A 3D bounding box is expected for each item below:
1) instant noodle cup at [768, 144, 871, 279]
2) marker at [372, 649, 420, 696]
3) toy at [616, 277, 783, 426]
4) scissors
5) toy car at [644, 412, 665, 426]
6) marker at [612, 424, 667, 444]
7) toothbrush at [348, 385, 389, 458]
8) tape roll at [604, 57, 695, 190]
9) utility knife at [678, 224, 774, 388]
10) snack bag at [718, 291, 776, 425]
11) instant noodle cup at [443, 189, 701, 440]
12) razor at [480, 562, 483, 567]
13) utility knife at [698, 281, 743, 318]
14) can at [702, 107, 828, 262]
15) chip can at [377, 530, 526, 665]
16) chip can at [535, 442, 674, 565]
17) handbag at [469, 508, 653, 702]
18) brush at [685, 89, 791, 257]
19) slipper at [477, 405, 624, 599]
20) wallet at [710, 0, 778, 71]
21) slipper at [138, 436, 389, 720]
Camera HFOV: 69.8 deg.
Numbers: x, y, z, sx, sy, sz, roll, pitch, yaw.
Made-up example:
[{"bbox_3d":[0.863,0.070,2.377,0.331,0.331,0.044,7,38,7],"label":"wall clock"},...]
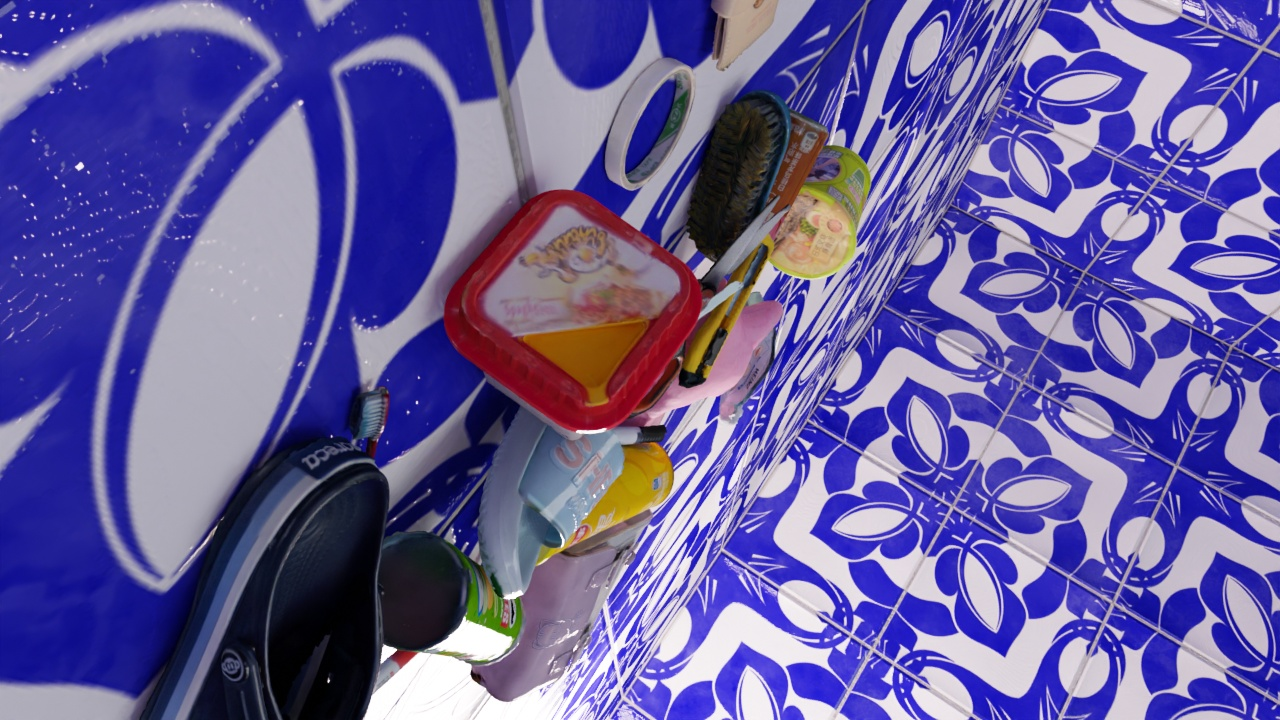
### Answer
[{"bbox_3d":[0.191,-0.166,0.973,0.123,0.112,0.112,-55,166,-40],"label":"instant noodle cup"},{"bbox_3d":[-0.208,0.247,0.675,0.144,0.017,0.017,-36,153,-54],"label":"marker"},{"bbox_3d":[0.059,-0.014,0.858,0.194,0.074,0.179,-23,146,-33],"label":"toy"},{"bbox_3d":[0.032,-0.045,0.736,0.152,0.021,0.235,1,126,-39],"label":"scissors"},{"bbox_3d":[-0.004,0.083,0.961,0.122,0.037,0.056,-56,166,-14],"label":"toy car"},{"bbox_3d":[-0.025,0.065,0.809,0.130,0.018,0.023,3,141,-48],"label":"marker"},{"bbox_3d":[-0.163,0.088,0.512,0.017,0.016,0.188,-17,139,-44],"label":"toothbrush"},{"bbox_3d":[0.007,-0.150,0.586,0.085,0.014,0.086,-52,164,-22],"label":"tape roll"},{"bbox_3d":[0.075,-0.044,0.788,0.033,0.015,0.156,17,103,-42],"label":"utility knife"},{"bbox_3d":[0.111,-0.006,0.999,0.110,0.039,0.190,-53,-167,18],"label":"snack bag"},{"bbox_3d":[-0.041,-0.016,0.532,0.116,0.116,0.124,-53,175,-19],"label":"instant noodle cup"},{"bbox_3d":[-0.131,0.180,0.776,0.143,0.022,0.042,-64,166,20],"label":"razor"},{"bbox_3d":[-0.004,0.004,0.724,0.225,0.018,0.034,-37,152,-9],"label":"utility knife"},{"bbox_3d":[0.110,-0.151,0.822,0.147,0.058,0.057,-64,164,19],"label":"can"},{"bbox_3d":[-0.131,0.171,0.637,0.072,0.072,0.236,-54,168,-16],"label":"chip can"},{"bbox_3d":[-0.046,0.115,0.783,0.213,0.072,0.072,-7,128,-63],"label":"chip can"},{"bbox_3d":[-0.081,0.223,0.892,0.144,0.098,0.197,-23,142,-56],"label":"handbag"},{"bbox_3d":[0.084,-0.153,0.743,0.073,0.055,0.144,-41,156,-44],"label":"brush"},{"bbox_3d":[-0.042,0.052,0.633,0.104,0.074,0.244,93,16,-60],"label":"slipper"},{"bbox_3d":[0.073,-0.251,0.585,0.087,0.024,0.115,-55,167,-31],"label":"wallet"},{"bbox_3d":[-0.177,0.159,0.464,0.105,0.095,0.253,-12,129,-66],"label":"slipper"}]
